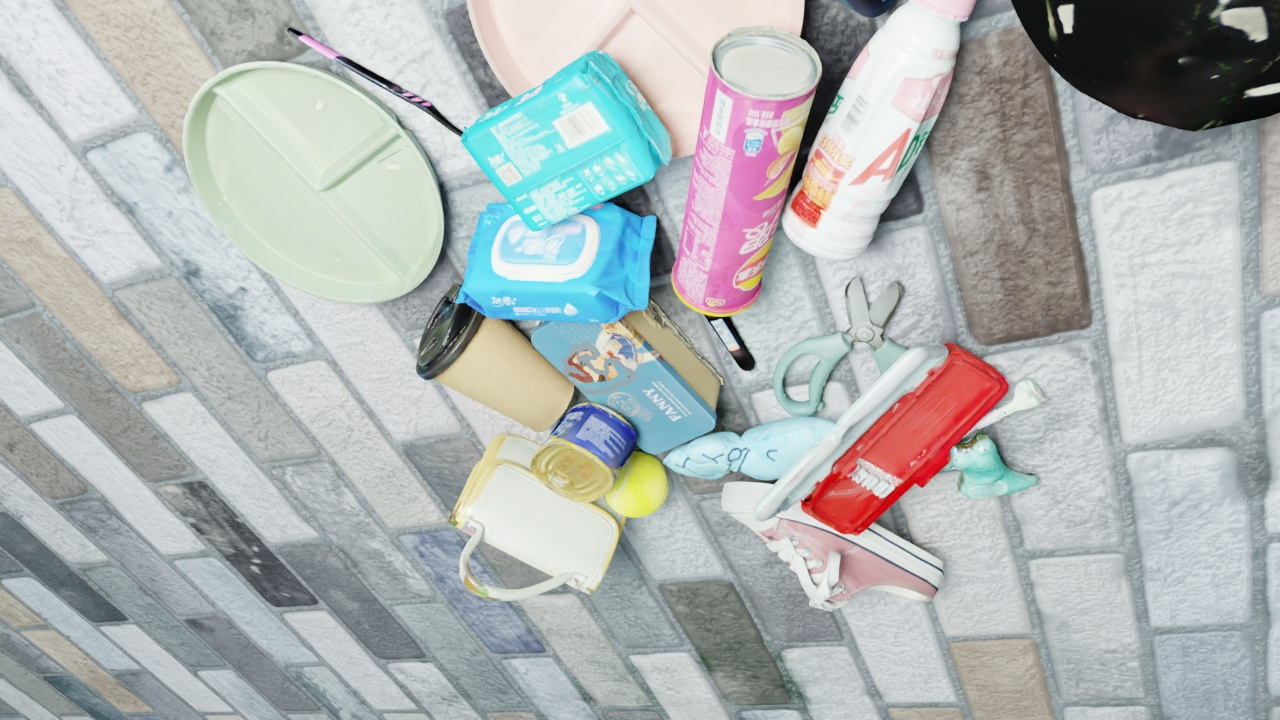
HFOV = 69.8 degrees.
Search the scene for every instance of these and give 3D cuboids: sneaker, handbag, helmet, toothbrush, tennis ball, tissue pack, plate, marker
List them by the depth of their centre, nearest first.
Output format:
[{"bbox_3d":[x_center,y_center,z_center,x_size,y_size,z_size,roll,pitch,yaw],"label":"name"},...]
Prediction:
[{"bbox_3d":[0.275,-0.240,0.399,0.234,0.230,0.274,3,169,14],"label":"helmet"},{"bbox_3d":[-0.005,-0.242,0.614,0.229,0.028,0.230,9,132,10],"label":"plate"},{"bbox_3d":[-0.055,-0.153,0.654,0.134,0.050,0.093,-19,124,30],"label":"tissue pack"},{"bbox_3d":[-0.184,-0.208,0.708,0.189,0.014,0.018,29,122,-9],"label":"toothbrush"},{"bbox_3d":[-0.066,-0.080,0.726,0.157,0.094,0.052,3,153,13],"label":"tissue pack"},{"bbox_3d":[-0.273,-0.146,0.778,0.230,0.027,0.231,9,132,10],"label":"plate"},{"bbox_3d":[0.067,-0.036,0.784,0.018,0.015,0.124,-15,127,29],"label":"marker"},{"bbox_3d":[0.268,0.069,0.814,0.029,0.020,0.190,43,129,-13],"label":"toothbrush"},{"bbox_3d":[0.180,0.192,0.885,0.241,0.087,0.118,26,161,-11],"label":"sneaker"},{"bbox_3d":[-0.103,0.168,0.903,0.163,0.178,0.063,29,127,-8],"label":"handbag"},{"bbox_3d":[-0.005,0.123,0.909,0.065,0.065,0.066,8,132,9],"label":"tennis ball"}]

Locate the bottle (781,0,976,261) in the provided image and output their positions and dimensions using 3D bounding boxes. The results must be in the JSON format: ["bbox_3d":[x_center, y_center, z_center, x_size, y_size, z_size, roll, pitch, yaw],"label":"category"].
[{"bbox_3d":[0.160,-0.161,0.614,0.068,0.068,0.197,20,128,-2],"label":"bottle"}]

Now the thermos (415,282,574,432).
[{"bbox_3d":[-0.132,0.003,0.832,0.143,0.092,0.093,37,131,-27],"label":"thermos"}]

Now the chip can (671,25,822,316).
[{"bbox_3d":[0.069,-0.122,0.639,0.071,0.071,0.211,14,145,4],"label":"chip can"}]

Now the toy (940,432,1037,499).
[{"bbox_3d":[0.294,0.095,0.813,0.097,0.030,0.092,-17,134,23],"label":"toy"}]

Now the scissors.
[{"bbox_3d":[0.200,0.004,0.777,0.172,0.019,0.177,24,132,-4],"label":"scissors"}]

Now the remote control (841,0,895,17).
[{"bbox_3d":[0.112,-0.262,0.546,0.136,0.024,0.053,35,93,-24],"label":"remote control"}]

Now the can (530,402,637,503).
[{"bbox_3d":[-0.054,0.087,0.849,0.074,0.049,0.148,36,154,-5],"label":"can"}]

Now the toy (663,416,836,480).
[{"bbox_3d":[0.112,0.084,0.837,0.156,0.049,0.162,3,158,-22],"label":"toy"}]

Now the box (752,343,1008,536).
[{"bbox_3d":[0.193,0.066,0.759,0.160,0.063,0.202,15,124,-39],"label":"box"}]

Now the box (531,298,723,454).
[{"bbox_3d":[-0.005,0.005,0.809,0.090,0.063,0.184,-30,115,36],"label":"box"}]
